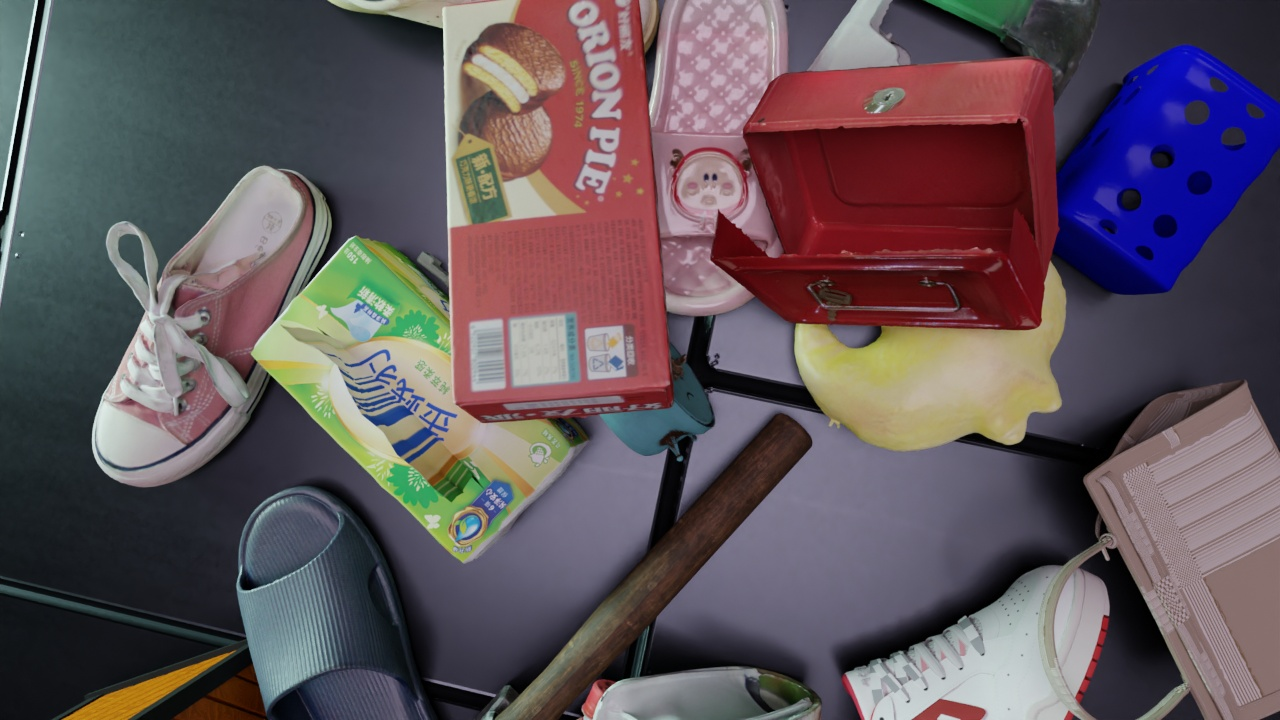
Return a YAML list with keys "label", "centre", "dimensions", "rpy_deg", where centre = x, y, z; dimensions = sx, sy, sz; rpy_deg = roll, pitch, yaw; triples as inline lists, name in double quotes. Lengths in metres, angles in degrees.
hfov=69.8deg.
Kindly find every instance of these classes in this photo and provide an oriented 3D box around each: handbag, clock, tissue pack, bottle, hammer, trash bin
- label: "handbag"
  centre: [0.039, 0.298, 0.555]
  dimensions: [0.141, 0.096, 0.198]
  rpy_deg: [7, 93, -37]
- label: "clock"
  centre: [-0.003, 0.003, 0.572]
  dimensions: [0.053, 0.090, 0.124]
  rpy_deg: [-37, 89, 14]
- label: "tissue pack"
  centre: [-0.139, 0.024, 0.556]
  dimensions: [0.197, 0.141, 0.120]
  rpy_deg: [38, 94, 3]
- label: "handbag"
  centre: [0.302, 0.133, 0.519]
  dimensions: [0.197, 0.062, 0.175]
  rpy_deg: [-26, 89, -23]
- label: "bottle"
  centre: [-0.038, 0.277, 0.594]
  dimensions: [0.062, 0.062, 0.137]
  rpy_deg: [20, 92, 4]
- label: "hammer"
  centre: [0.001, 0.143, 0.533]
  dimensions: [0.037, 0.218, 0.300]
  rpy_deg: [44, 82, 3]
- label: "trash bin"
  centre: [-0.312, 0.281, 0.562]
  dimensions: [0.140, 0.171, 0.139]
  rpy_deg: [-20, 89, 5]
- label: "hammer"
  centre: [0.135, -0.267, 0.581]
  dimensions: [0.319, 0.032, 0.130]
  rpy_deg: [27, 94, 4]

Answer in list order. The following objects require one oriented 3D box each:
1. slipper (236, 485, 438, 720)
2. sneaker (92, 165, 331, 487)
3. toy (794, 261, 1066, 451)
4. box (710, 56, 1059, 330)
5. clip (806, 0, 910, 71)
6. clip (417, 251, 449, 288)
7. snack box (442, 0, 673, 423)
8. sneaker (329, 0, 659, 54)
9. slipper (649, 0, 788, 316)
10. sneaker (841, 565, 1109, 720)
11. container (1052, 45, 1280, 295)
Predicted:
- label: "slipper"
  centre: [-0.200, 0.213, 0.597]
  dimensions: [0.101, 0.082, 0.263]
  rpy_deg: [-24, 90, 7]
- label: "sneaker"
  centre: [-0.289, -0.020, 0.596]
  dimensions: [0.118, 0.088, 0.241]
  rpy_deg: [31, 93, 4]
- label: "toy"
  centre: [0.184, -0.013, 0.565]
  dimensions: [0.170, 0.064, 0.155]
  rpy_deg: [-42, 68, 1]
- label: "box"
  centre: [0.142, -0.087, 0.510]
  dimensions: [0.158, 0.137, 0.127]
  rpy_deg: [4, 72, 30]
- label: "clip"
  centre: [0.142, -0.187, 0.570]
  dimensions: [0.054, 0.043, 0.102]
  rpy_deg: [45, 122, 13]
- label: "clip"
  centre: [-0.111, -0.050, 0.613]
  dimensions: [0.061, 0.023, 0.076]
  rpy_deg: [-32, 86, 6]
- label: "snack box"
  centre: [-0.046, -0.088, 0.513]
  dimensions: [0.113, 0.060, 0.236]
  rpy_deg: [-6, 77, 4]
- label: "sneaker"
  centre: [-0.107, -0.247, 0.566]
  dimensions: [0.241, 0.102, 0.089]
  rpy_deg: [13, 92, 4]
- label: "slipper"
  centre: [0.049, -0.138, 0.577]
  dimensions: [0.107, 0.055, 0.221]
  rpy_deg: [5, 94, 3]
- label: "sneaker"
  centre: [0.183, 0.212, 0.566]
  dimensions: [0.104, 0.090, 0.237]
  rpy_deg: [33, 97, 10]
- label: "container"
  centre: [0.301, -0.107, 0.543]
  dimensions: [0.085, 0.084, 0.113]
  rpy_deg: [36, 95, 2]
